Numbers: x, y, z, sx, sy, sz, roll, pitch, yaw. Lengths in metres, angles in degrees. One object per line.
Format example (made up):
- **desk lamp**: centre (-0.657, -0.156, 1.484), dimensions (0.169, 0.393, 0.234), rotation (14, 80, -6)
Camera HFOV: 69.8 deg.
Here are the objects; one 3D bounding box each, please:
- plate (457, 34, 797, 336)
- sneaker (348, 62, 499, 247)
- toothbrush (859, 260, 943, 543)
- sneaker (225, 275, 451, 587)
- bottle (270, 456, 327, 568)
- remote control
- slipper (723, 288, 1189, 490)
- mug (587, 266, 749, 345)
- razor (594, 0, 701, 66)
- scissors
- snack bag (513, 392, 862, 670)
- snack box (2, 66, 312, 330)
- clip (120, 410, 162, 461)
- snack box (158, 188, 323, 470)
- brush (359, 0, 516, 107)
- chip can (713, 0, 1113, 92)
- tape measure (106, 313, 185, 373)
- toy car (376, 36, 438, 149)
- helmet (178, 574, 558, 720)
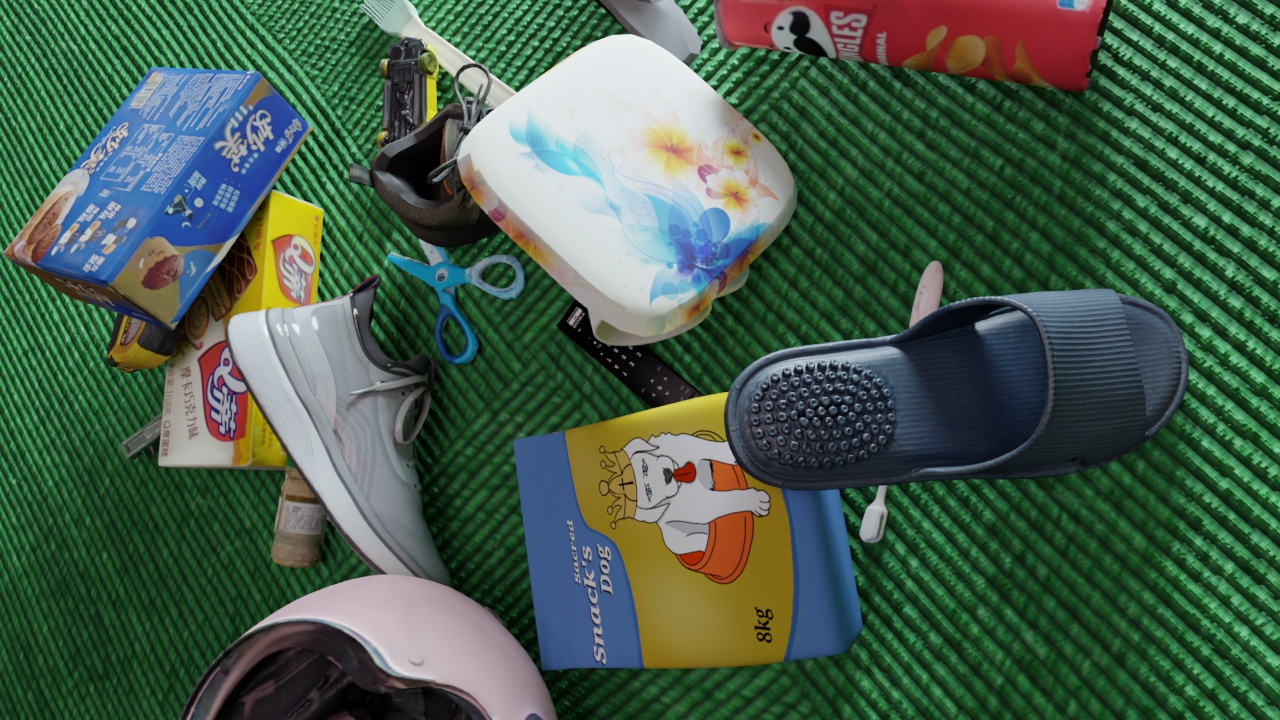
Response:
- **plate**: centre (-0.002, -0.122, 0.589), dimensions (0.187, 0.016, 0.186), rotation (43, 65, 6)
- **sneaker**: centre (-0.095, -0.150, 0.639), dimensions (0.238, 0.143, 0.101), rotation (-10, 78, 19)
- **toothbrush**: centre (0.163, 0.025, 0.570), dimensions (0.016, 0.018, 0.181), rotation (13, 88, 25)
- **sneaker**: centre (-0.197, 0.061, 0.696), dimensions (0.128, 0.097, 0.263), rotation (-30, 88, -20)
- **bottle**: centre (-0.270, 0.110, 0.744), dimensions (0.043, 0.043, 0.111), rotation (8, 87, 25)
- **remote control**: centre (-0.004, 0.004, 0.653), dimensions (0.140, 0.009, 0.030), rotation (40, 100, 23)
- **slipper**: centre (0.177, 0.016, 0.477), dimensions (0.263, 0.082, 0.101), rotation (-9, 80, -6)
- **mug**: centre (0.015, -0.069, 0.625), dimensions (0.114, 0.081, 0.087), rotation (-10, 70, -9)
- **razor**: centre (-0.010, -0.275, 0.669), dimensions (0.057, 0.060, 0.156), rotation (-30, 87, -26)
- **scissors**: centre (-0.158, -0.054, 0.729), dimensions (0.140, 0.013, 0.114), rotation (21, 90, 23)
- **snack bag**: centre (0.020, 0.108, 0.573), dimensions (0.206, 0.102, 0.159), rotation (-12, 81, 20)
- **snack box**: centre (-0.387, -0.138, 0.741), dimensions (0.155, 0.069, 0.202), rotation (13, 67, 31)
- **clip**: centre (-0.434, 0.061, 0.824), dimensions (0.078, 0.049, 0.023), rotation (-43, 70, 20)
- **snack box**: centre (-0.337, -0.023, 0.780), dimensions (0.110, 0.061, 0.230), rotation (-2, 82, 25)
- **brush**: centre (-0.160, -0.251, 0.757), dimensions (0.217, 0.012, 0.033), rotation (41, 101, 22)
- **chip can**: centre (0.165, -0.217, 0.570), dimensions (0.233, 0.073, 0.073), rotation (17, 90, 25)
- **tape measure**: centre (-0.403, -0.025, 0.754), dimensions (0.064, 0.037, 0.065), rotation (-16, 63, 28)
- **toy car**: centre (-0.188, -0.211, 0.753), dimensions (0.049, 0.030, 0.107), rotation (3, 92, 26)
- **helmet**: centre (-0.154, 0.254, 0.604), dimensions (0.230, 0.152, 0.255), rotation (-32, 98, 19)
